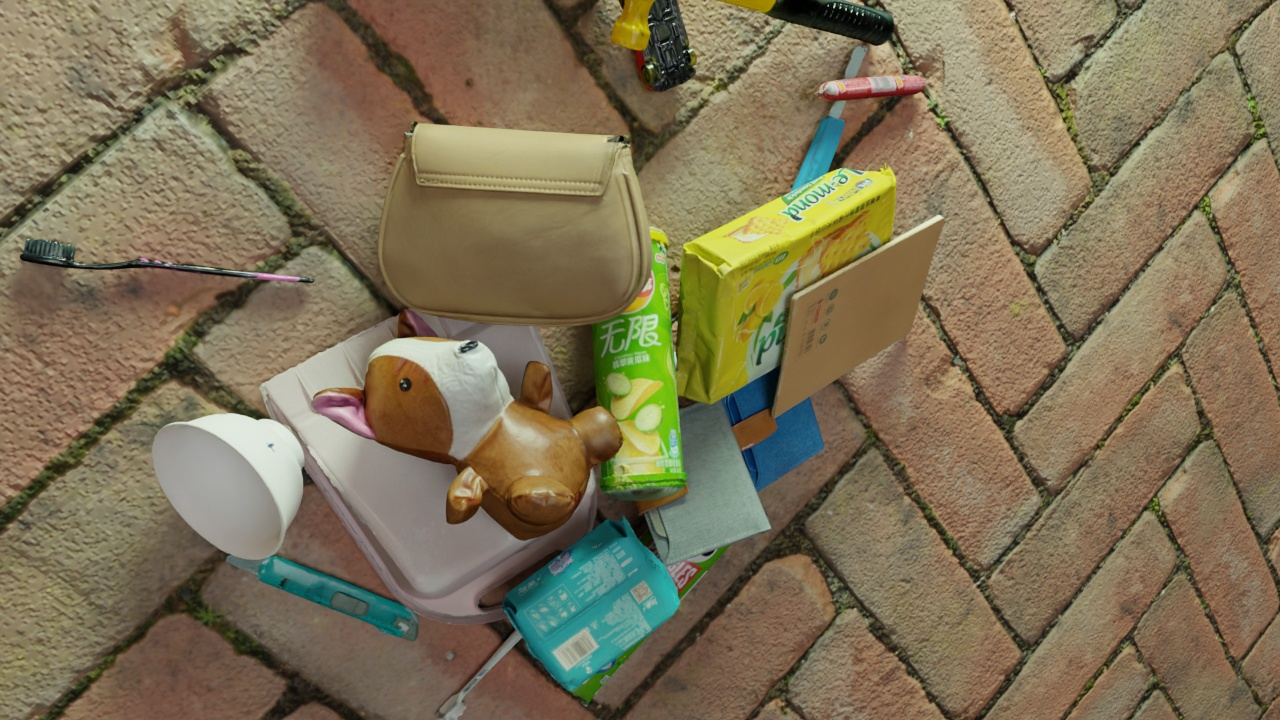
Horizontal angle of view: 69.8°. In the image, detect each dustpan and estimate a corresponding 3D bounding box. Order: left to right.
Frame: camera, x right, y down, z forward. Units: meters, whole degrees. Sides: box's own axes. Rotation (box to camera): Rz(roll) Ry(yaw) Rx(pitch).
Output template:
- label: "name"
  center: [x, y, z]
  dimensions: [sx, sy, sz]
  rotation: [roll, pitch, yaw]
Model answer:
- label: "dustpan"
  center: [-0.156, 0.091, 0.784]
  dimensions: [0.222, 0.139, 0.273]
  rotation: [-27, 83, -17]

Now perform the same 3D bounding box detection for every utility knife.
- label: "utility knife"
  center: [-0.255, 0.193, 0.754]
  dimensions: [0.176, 0.013, 0.029]
  rotation: [32, 86, -27]
- label: "utility knife"
  center: [0.173, -0.199, 0.873]
  dimensions: [0.034, 0.018, 0.218]
  rotation: [21, 91, -40]

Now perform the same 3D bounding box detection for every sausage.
- label: "sausage"
  center: [0.220, -0.259, 0.871]
  dimensions: [0.155, 0.020, 0.020]
  rotation: [-15, 107, -33]

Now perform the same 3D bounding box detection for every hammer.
- label: "hammer"
  center: [0.109, -0.309, 0.778]
  dimensions: [0.300, 0.033, 0.129]
  rotation: [-2, 119, -37]

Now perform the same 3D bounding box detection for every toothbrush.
- label: "toothbrush"
  center: [-0.334, -0.069, 0.661]
  dimensions: [0.189, 0.014, 0.018]
  rotation: [3, 87, -27]
- label: "toothbrush"
  center: [-0.116, 0.258, 0.834]
  dimensions: [0.180, 0.016, 0.016]
  rotation: [-47, 124, -9]

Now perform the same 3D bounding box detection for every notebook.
- label: "notebook"
  center: [0.206, -0.042, 0.871]
  dimensions: [0.207, 0.008, 0.148]
  rotation: [-28, 141, -29]

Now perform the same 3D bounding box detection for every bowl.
- label: "bowl"
  center: [-0.289, 0.081, 0.677]
  dimensions: [0.064, 0.118, 0.118]
  rotation: [-49, 124, -51]

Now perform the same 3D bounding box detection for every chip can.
- label: "chip can"
  center: [-0.005, 0.004, 0.759]
  dimensions: [0.072, 0.073, 0.221]
  rotation: [1, 78, -26]
- label: "chip can"
  center: [0.007, 0.207, 0.850]
  dimensions: [0.235, 0.072, 0.072]
  rotation: [-46, 116, -9]

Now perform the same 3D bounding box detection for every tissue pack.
- label: "tissue pack"
  center: [-0.039, 0.203, 0.776]
  dimensions: [0.133, 0.050, 0.093]
  rotation: [-34, 106, -8]

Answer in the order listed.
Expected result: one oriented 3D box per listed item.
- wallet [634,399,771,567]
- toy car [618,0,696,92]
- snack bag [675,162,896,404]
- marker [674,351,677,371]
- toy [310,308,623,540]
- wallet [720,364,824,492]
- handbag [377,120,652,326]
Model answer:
- label: "wallet"
  center: [0.044, 0.107, 0.819]
  dimensions: [0.106, 0.037, 0.129]
  rotation: [-20, 72, 0]
- label: "toy car"
  center: [0.012, -0.281, 0.770]
  dimensions: [0.049, 0.031, 0.106]
  rotation: [-28, 117, -19]
- label: "snack bag"
  center: [0.127, -0.075, 0.818]
  dimensions: [0.245, 0.068, 0.158]
  rotation: [-28, 141, -27]
- label: "marker"
  center: [0.001, 0.040, 0.832]
  dimensions: [0.018, 0.023, 0.130]
  rotation: [38, 69, 11]
- label: "toy"
  center: [-0.122, 0.043, 0.670]
  dimensions: [0.199, 0.139, 0.131]
  rotation: [32, 130, 6]
- label: "wallet"
  center: [0.123, 0.051, 0.893]
  dimensions: [0.106, 0.040, 0.133]
  rotation: [-28, 110, -23]
- label: "handbag"
  center: [-0.092, -0.102, 0.701]
  dimensions: [0.204, 0.099, 0.148]
  rotation: [5, 105, 4]
